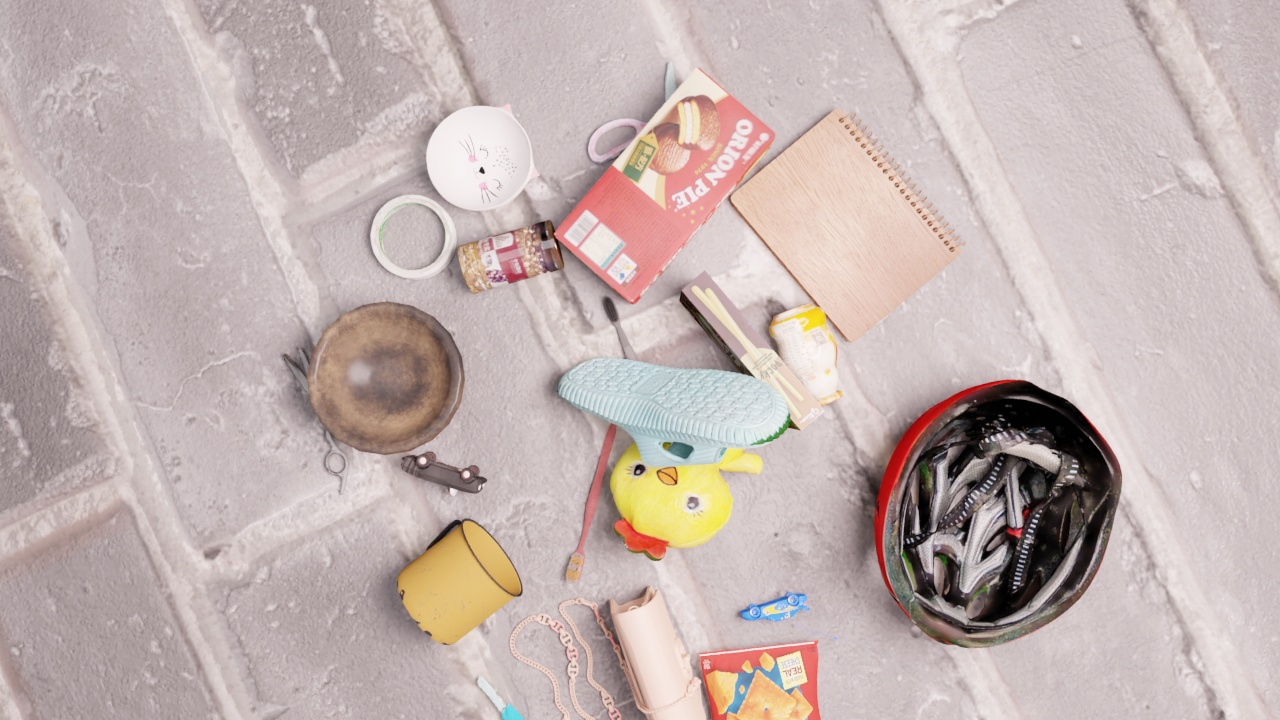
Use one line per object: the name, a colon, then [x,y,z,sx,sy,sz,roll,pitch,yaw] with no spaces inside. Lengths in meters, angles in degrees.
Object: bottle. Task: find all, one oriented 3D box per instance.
bottle: [0.183,-0.005,0.990,0.063,0.063,0.109,-22,90,0]
bottle: [-0.141,-0.113,1.005,0.105,0.056,0.056,-16,87,1]

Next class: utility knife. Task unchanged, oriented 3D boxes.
utility knife: [-0.128,0.403,1.005,0.022,0.015,0.149,-39,88,-9]

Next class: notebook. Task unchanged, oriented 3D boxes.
notebook: [0.229,-0.152,1.014,0.169,0.022,0.210,-40,87,1]

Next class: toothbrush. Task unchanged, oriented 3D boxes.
toothbrush: [-0.053,0.156,1.014,0.015,0.015,0.184,15,87,8]
toothbrush: [-0.006,0.006,1.020,0.013,0.013,0.167,-23,90,0]

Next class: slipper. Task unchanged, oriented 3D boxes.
slipper: [0.031,0.053,0.935,0.277,0.115,0.069,11,126,37]

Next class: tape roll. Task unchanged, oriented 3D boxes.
tape roll: [-0.254,-0.138,1.028,0.094,0.018,0.094,0,88,2]

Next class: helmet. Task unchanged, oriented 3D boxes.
helmet: [0.347,0.152,0.926,0.217,0.167,0.272,25,89,2]

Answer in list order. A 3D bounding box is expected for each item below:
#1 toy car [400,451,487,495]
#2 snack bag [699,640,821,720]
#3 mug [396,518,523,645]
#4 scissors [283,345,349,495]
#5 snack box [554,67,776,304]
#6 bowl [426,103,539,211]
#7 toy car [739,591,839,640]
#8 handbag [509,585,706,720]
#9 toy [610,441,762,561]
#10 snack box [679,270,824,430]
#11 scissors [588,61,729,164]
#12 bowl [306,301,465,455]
toy car: [-0.216,0.126,1.005,0.092,0.040,0.037,18,89,0]
snack bag: [0.135,0.379,0.987,0.131,0.039,0.144,-6,89,1]
mug: [-0.198,0.229,0.980,0.094,0.100,0.123,-38,47,2]
scissors: [-0.358,0.067,1.025,0.160,0.014,0.120,33,89,0]
snack box: [0.026,-0.184,0.987,0.113,0.060,0.236,41,92,2]
bowl: [-0.173,-0.217,1.012,0.115,0.050,0.114,0,88,2]
toy car: [0.160,0.285,0.991,0.092,0.033,0.062,-18,81,1]
handbag: [-0.032,0.351,0.954,0.187,0.116,0.198,-20,88,1]
toy: [0.050,0.119,0.977,0.134,0.092,0.207,32,80,20]
snack box: [0.114,-0.008,0.971,0.031,0.101,0.186,-40,87,-1]
scissors: [0.020,-0.249,1.026,0.175,0.013,0.170,-3,89,2]
bowl: [-0.268,0.021,0.991,0.162,0.070,0.162,0,84,-2]
